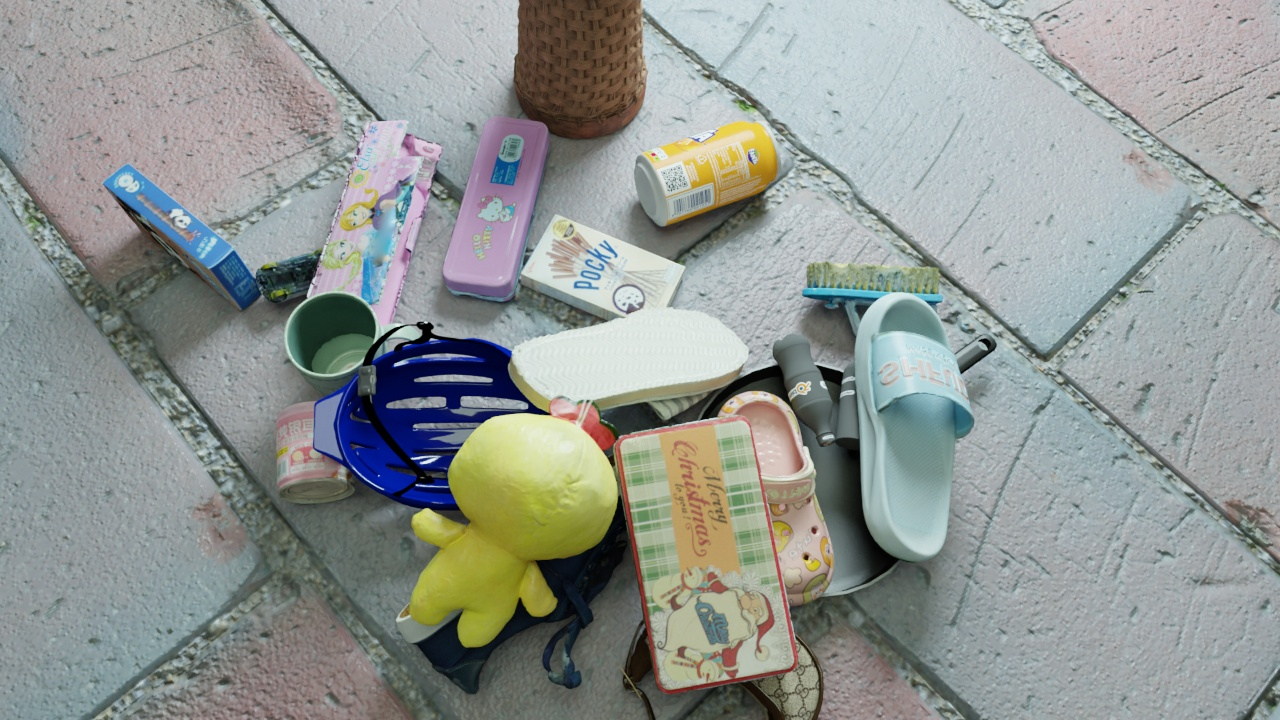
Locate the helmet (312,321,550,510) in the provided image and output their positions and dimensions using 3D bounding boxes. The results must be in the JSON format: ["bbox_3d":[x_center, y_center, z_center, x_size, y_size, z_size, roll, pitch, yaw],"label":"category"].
[{"bbox_3d":[-0.153,0.045,0.764,0.241,0.228,0.147,-2,74,-7],"label":"helmet"}]

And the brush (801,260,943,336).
[{"bbox_3d":[0.231,-0.059,0.930,0.136,0.055,0.075,4,87,-1],"label":"brush"}]

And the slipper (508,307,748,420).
[{"bbox_3d":[-0.005,0.005,0.824,0.114,0.054,0.271,40,32,29],"label":"slipper"}]

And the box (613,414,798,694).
[{"bbox_3d":[0.049,0.152,0.731,0.117,0.050,0.205,-8,80,-5],"label":"box"}]

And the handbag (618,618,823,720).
[{"bbox_3d":[0.064,0.268,0.770,0.166,0.063,0.138,32,78,9],"label":"handbag"}]

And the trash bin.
[{"bbox_3d":[-0.063,-0.358,0.961,0.151,0.210,0.151,1,65,-3],"label":"trash bin"}]

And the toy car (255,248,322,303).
[{"bbox_3d":[-0.338,-0.084,0.920,0.089,0.027,0.038,-21,76,-29],"label":"toy car"}]

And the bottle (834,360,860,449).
[{"bbox_3d":[0.204,0.026,0.862,0.030,0.030,0.112,12,66,2],"label":"bottle"}]

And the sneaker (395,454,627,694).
[{"bbox_3d":[-0.054,0.178,0.791,0.294,0.121,0.127,-38,95,-15],"label":"sneaker"}]

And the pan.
[{"bbox_3d":[0.207,0.075,0.876,0.355,0.034,0.225,-32,71,-16],"label":"pan"}]

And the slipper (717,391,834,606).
[{"bbox_3d":[0.113,0.110,0.795,0.093,0.082,0.197,-8,65,-5],"label":"slipper"}]

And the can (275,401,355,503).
[{"bbox_3d":[-0.293,0.083,0.826,0.067,0.067,0.076,-8,67,-7],"label":"can"}]

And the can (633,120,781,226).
[{"bbox_3d":[0.069,-0.199,0.968,0.142,0.079,0.079,-21,68,-12],"label":"can"}]

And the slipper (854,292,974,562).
[{"bbox_3d":[0.249,0.055,0.815,0.104,0.074,0.245,16,68,-25],"label":"slipper"}]

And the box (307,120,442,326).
[{"bbox_3d":[-0.261,-0.143,0.915,0.084,0.077,0.230,17,64,-17],"label":"box"}]

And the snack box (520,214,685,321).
[{"bbox_3d":[-0.038,-0.087,0.940,0.150,0.026,0.081,23,67,6],"label":"snack box"}]

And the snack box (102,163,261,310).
[{"bbox_3d":[-0.446,-0.119,0.898,0.151,0.087,0.034,36,69,12],"label":"snack box"}]

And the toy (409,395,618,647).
[{"bbox_3d":[-0.094,0.123,0.698,0.134,0.092,0.208,33,100,-19],"label":"toy"}]

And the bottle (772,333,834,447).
[{"bbox_3d":[0.155,0.028,0.856,0.036,0.036,0.109,-13,66,-9],"label":"bottle"}]

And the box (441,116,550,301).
[{"bbox_3d":[-0.149,-0.161,0.964,0.076,0.036,0.213,8,66,4],"label":"box"}]

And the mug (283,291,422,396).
[{"bbox_3d":[-0.258,-0.006,0.848,0.111,0.104,0.084,-10,66,-7],"label":"mug"}]
